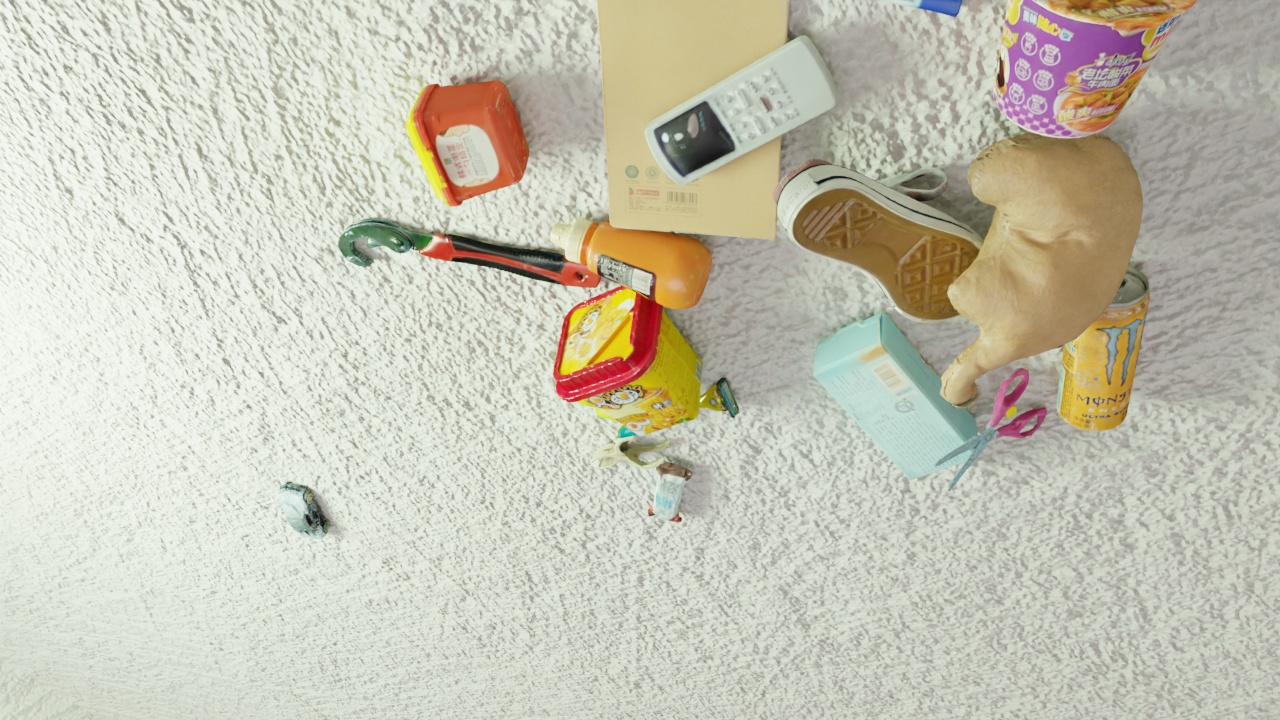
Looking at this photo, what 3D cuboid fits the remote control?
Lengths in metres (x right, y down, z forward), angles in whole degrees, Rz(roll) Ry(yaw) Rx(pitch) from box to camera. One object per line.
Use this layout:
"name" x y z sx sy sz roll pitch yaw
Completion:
"remote control" 0.075 -0.190 0.711 0.150 0.021 0.058 -24 116 28

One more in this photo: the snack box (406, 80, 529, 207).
"snack box" -0.142 -0.185 0.775 0.080 0.081 0.091 -8 130 11

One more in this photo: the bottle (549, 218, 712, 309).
"bottle" -0.012 -0.095 0.832 0.149 0.066 0.067 19 135 10

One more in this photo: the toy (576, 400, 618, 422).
"toy" -0.046 0.033 0.976 0.100 0.031 0.097 24 149 -1

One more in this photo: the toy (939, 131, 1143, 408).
"toy" 0.298 -0.062 0.695 0.143 0.082 0.226 3 110 -6

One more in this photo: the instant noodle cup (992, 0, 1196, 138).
"instant noodle cup" 0.285 -0.209 0.601 0.111 0.111 0.099 10 143 9

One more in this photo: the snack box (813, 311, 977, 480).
"snack box" 0.245 0.037 0.875 0.074 0.051 0.175 -27 119 37

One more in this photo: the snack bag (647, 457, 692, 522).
"snack bag" 0.033 0.155 1.071 0.045 0.026 0.105 19 134 12

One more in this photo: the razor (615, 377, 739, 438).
"razor" 0.035 0.056 0.964 0.133 0.028 0.043 -20 112 15

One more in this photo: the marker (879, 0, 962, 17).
"marker" 0.153 -0.265 0.647 0.146 0.016 0.017 14 134 5

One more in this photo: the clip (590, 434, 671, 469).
"clip" -0.020 0.091 1.025 0.102 0.034 0.095 0 136 28

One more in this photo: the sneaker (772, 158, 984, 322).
"sneaker" 0.194 -0.106 0.735 0.240 0.087 0.119 19 128 -34

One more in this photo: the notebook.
"notebook" 0.041 -0.195 0.737 0.148 0.008 0.208 6 126 12

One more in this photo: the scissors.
"scissors" 0.332 0.072 0.861 0.108 0.017 0.135 29 97 -34

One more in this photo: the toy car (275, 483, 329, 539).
"toy car" -0.475 0.214 1.286 0.049 0.031 0.106 2 131 15

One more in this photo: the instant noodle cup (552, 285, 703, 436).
"instant noodle cup" -0.005 0.005 0.893 0.116 0.115 0.123 -20 135 31

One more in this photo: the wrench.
"wrench" -0.171 -0.103 0.902 0.273 0.016 0.056 8 133 10

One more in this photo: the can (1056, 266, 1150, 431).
"can" 0.392 -0.008 0.782 0.058 0.058 0.146 0 132 18
